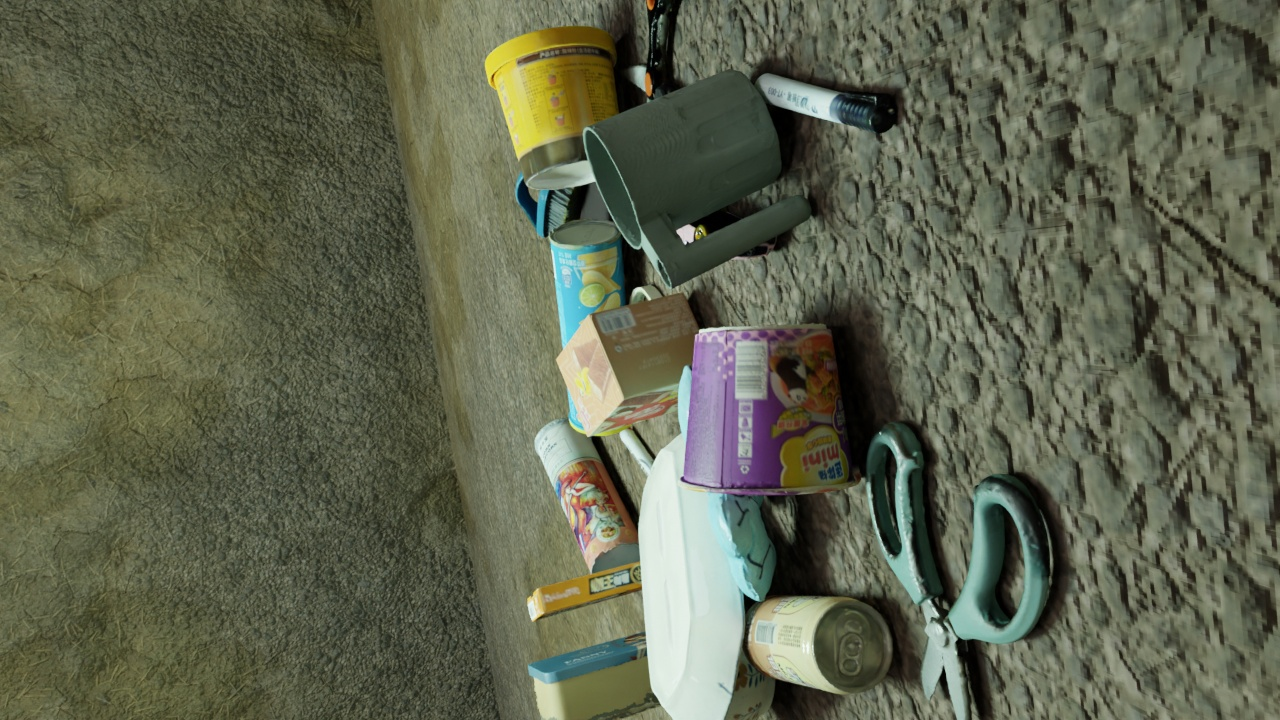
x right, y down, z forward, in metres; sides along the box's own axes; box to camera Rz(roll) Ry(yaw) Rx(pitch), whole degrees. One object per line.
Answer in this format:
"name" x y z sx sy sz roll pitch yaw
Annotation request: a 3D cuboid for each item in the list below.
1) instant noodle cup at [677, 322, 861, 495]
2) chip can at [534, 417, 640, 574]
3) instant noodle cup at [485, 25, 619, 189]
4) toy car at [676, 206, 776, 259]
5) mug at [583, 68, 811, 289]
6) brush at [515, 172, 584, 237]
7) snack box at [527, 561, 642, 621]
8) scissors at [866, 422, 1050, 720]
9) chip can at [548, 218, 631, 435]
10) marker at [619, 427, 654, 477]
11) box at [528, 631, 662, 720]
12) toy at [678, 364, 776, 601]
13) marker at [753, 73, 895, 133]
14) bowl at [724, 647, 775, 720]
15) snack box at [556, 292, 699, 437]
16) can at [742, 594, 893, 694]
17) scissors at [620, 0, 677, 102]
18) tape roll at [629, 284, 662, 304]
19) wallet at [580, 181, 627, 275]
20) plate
"instant noodle cup" 0.077 0.028 0.568 0.112 0.111 0.099 173 96 -72
"chip can" -0.061 0.162 1.089 0.214 0.071 0.071 -122 28 -45
"instant noodle cup" -0.070 -0.222 0.824 0.119 0.118 0.114 163 95 -72
"toy car" 0.049 -0.088 0.649 0.122 0.056 0.037 -138 45 -61
"mug" 0.036 -0.114 0.580 0.124 0.103 0.084 60 171 24
"brush" -0.098 -0.176 0.982 0.144 0.073 0.055 112 -177 -72
"snack box" -0.032 0.222 0.906 0.075 0.153 0.026 125 132 -66
"scissors" 0.168 0.117 0.475 0.172 0.019 0.176 158 102 -70
"chip can" -0.045 -0.031 0.916 0.071 0.071 0.210 -130 31 -55
"marker" 0.009 0.109 0.938 0.145 0.017 0.017 -130 34 -55
"box" -0.021 0.303 0.878 0.090 0.184 0.062 151 111 -65
"toy" 0.066 0.082 0.670 0.156 0.050 0.161 -87 -27 -56
"marker" 0.101 -0.150 0.523 0.130 0.018 0.023 -134 46 -57
"bowl" 0.072 0.257 0.746 0.113 0.062 0.113 -173 91 -79
"snack box" -0.005 0.005 0.774 0.077 0.092 0.095 67 151 15
"can" 0.113 0.186 0.609 0.116 0.058 0.058 141 117 -69
"scissors" 0.021 -0.223 0.717 0.220 0.021 0.234 -113 21 -45
"tape roll" 0.010 -0.028 0.863 0.086 0.014 0.086 168 90 -71
"wallet" -0.032 -0.157 0.907 0.096 0.020 0.123 59 152 35
"plate" 0.033 0.172 0.751 0.265 0.034 0.162 -95 18 -45
